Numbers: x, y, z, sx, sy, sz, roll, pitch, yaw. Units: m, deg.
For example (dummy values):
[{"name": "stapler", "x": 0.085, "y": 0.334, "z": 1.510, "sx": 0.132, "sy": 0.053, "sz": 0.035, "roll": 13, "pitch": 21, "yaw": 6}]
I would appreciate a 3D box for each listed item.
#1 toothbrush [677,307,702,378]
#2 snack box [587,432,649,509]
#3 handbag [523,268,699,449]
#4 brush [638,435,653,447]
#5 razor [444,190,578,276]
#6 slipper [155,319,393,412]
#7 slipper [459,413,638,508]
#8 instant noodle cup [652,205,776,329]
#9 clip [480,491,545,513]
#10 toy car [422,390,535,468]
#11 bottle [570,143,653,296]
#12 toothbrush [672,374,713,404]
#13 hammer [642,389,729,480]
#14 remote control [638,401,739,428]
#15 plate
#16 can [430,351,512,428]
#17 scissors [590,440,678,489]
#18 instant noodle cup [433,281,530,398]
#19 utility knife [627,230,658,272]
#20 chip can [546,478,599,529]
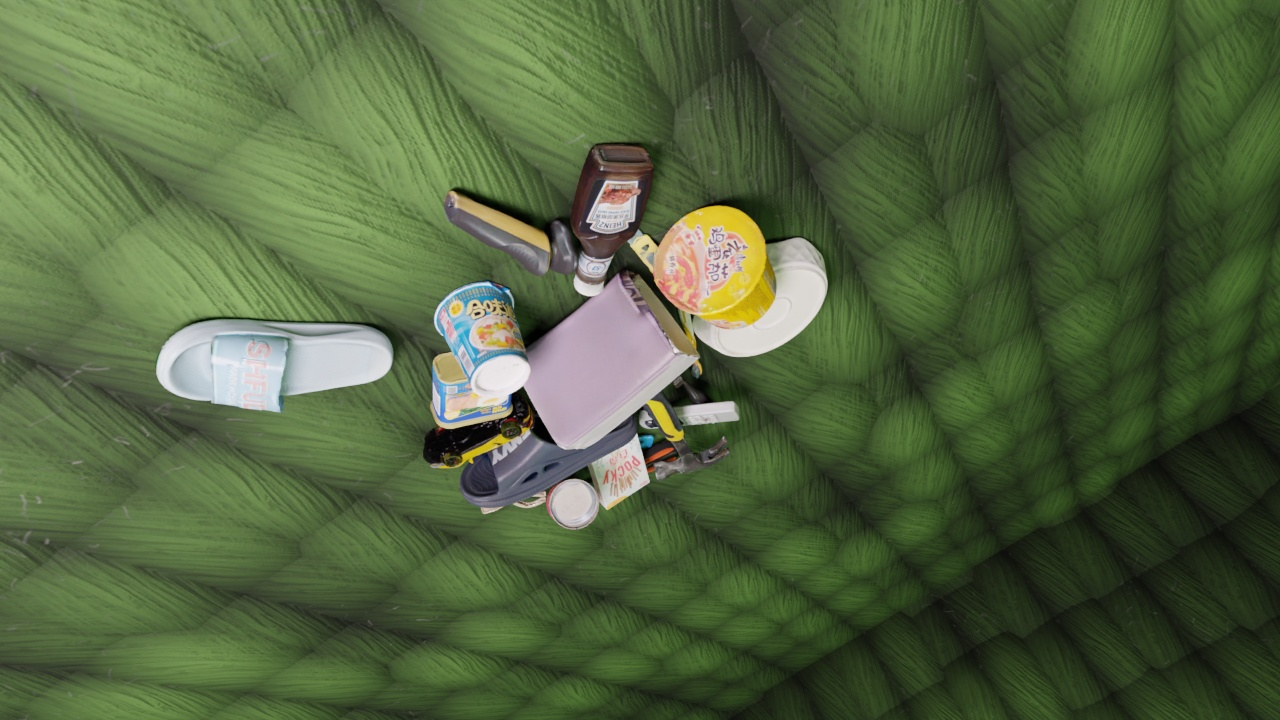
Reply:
[{"name": "toothbrush", "x": 0.069, "y": -0.028, "z": 1.292, "sx": 0.191, "sy": 0.016, "sz": 0.018, "roll": 72, "pitch": 37, "yaw": -56}, {"name": "snack box", "x": -0.039, "y": 0.149, "z": 1.394, "sx": 0.084, "sy": 0.027, "sz": 0.157, "roll": -31, "pitch": 132, "yaw": -20}, {"name": "handbag", "x": -0.047, "y": 0.000, "z": 1.145, "sx": 0.197, "sy": 0.145, "sz": 0.098, "roll": -39, "pitch": 165, "yaw": 16}, {"name": "brush", "x": -0.094, "y": 0.149, "z": 1.400, "sx": 0.254, "sy": 0.046, "sz": 0.083, "roll": -12, "pitch": 139, "yaw": -27}, {"name": "razor", "x": -0.138, "y": -0.140, "z": 0.990, "sx": 0.167, "sy": 0.062, "sz": 0.067, "roll": 22, "pitch": 92, "yaw": -42}, {"name": "slipper", "x": -0.386, "y": 0.012, "z": 0.991, "sx": 0.245, "sy": 0.074, "sz": 0.104, "roll": -4, "pitch": 140, "yaw": -33}, {"name": "slipper", "x": -0.132, "y": 0.108, "z": 1.274, "sx": 0.267, "sy": 0.110, "sz": 0.083, "roll": -23, "pitch": 129, "yaw": -17}, {"name": "instant noodle cup", "x": 0.101, "y": -0.105, "z": 1.126, "sx": 0.138, "sy": 0.138, "sz": 0.109, "roll": -35, "pitch": 154, "yaw": 10}, {"name": "clip", "x": -0.196, "y": 0.206, "z": 1.406, "sx": 0.100, "sy": 0.034, "sz": 0.072, "roll": -8, "pitch": 142, "yaw": -12}, {"name": "toy car", "x": -0.215, "y": 0.093, "z": 1.213, "sx": 0.156, "sy": 0.071, "sz": 0.041, "roll": -27, "pitch": 142, "yaw": 2}, {"name": "bottle", "x": -0.041, "y": -0.153, "z": 1.037, "sx": 0.079, "sy": 0.044, "sz": 0.195, "roll": -4, "pitch": 140, "yaw": -21}, {"name": "toothbrush", "x": 0.084, "y": 0.055, "z": 1.368, "sx": 0.027, "sy": 0.026, "sz": 0.212, "roll": -39, "pitch": 155, "yaw": 4}, {"name": "hammer", "x": 0.048, "y": 0.099, "z": 1.331, "sx": 0.126, "sy": 0.031, "sz": 0.323, "roll": -16, "pitch": 151, "yaw": 8}, {"name": "remote control", "x": 0.073, "y": 0.084, "z": 1.380, "sx": 0.150, "sy": 0.021, "sz": 0.058, "roll": -7, "pitch": 160, "yaw": 13}, {"name": "plate", "x": 0.173, "y": -0.079, "z": 1.276, "sx": 0.204, "sy": 0.045, "sz": 0.205, "roll": -18, "pitch": 143, "yaw": -14}, {"name": "can", "x": -0.210, "y": 0.031, "z": 1.149, "sx": 0.102, "sy": 0.057, "sz": 0.083, "roll": -11, "pitch": 140, "yaw": -23}, {"name": "scissors", "x": -0.043, "y": 0.181, "z": 1.475, "sx": 0.234, "sy": 0.021, "sz": 0.142, "roll": -16, "pitch": 155, "yaw": -21}, {"name": "instant noodle cup", "x": -0.177, "y": -0.019, "z": 1.059, "sx": 0.099, "sy": 0.110, "sz": 0.099, "roll": -17, "pitch": 144, "yaw": -13}, {"name": "utility knife", "x": 0.014, "y": -0.126, "z": 1.135, "sx": 0.031, "sy": 0.022, "sz": 0.210, "roll": -38, "pitch": 135, "yaw": 5}, {"name": "chip can", "x": -0.102, "y": 0.212, "z": 1.356, "sx": 0.071, "sy": 0.071, "sz": 0.211, "roll": -22, "pitch": 175, "yaw": -9}]
